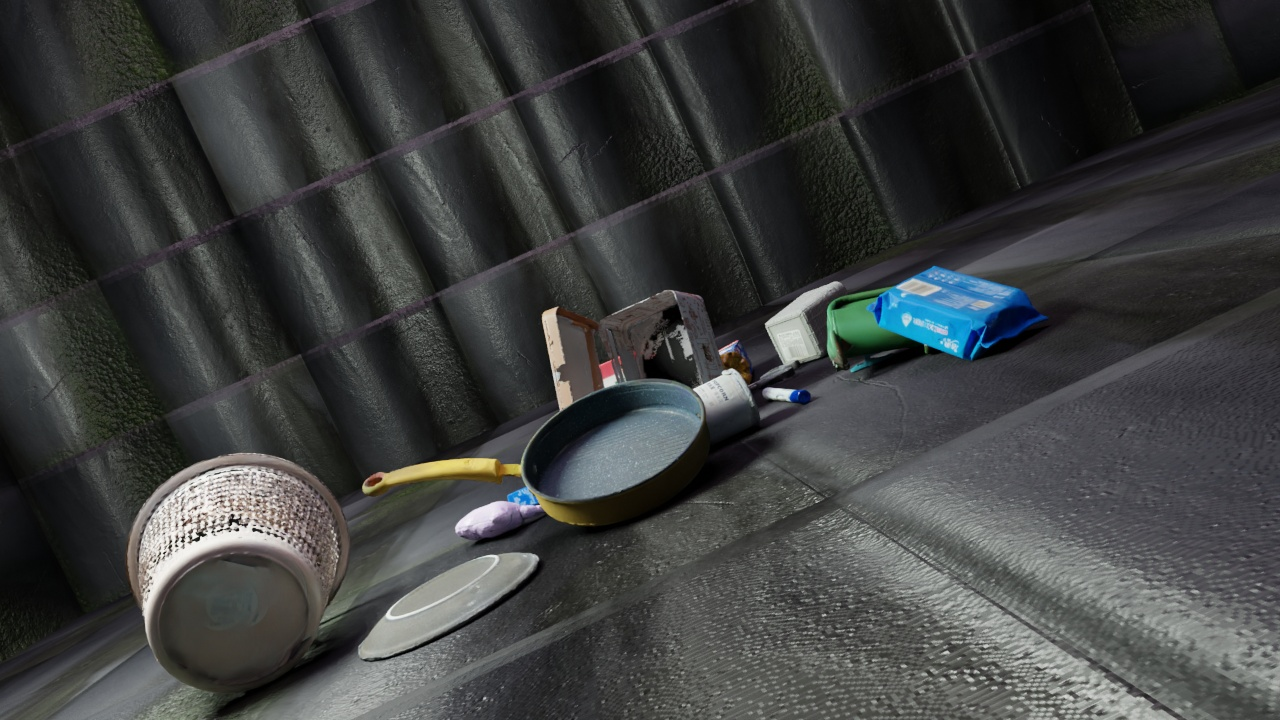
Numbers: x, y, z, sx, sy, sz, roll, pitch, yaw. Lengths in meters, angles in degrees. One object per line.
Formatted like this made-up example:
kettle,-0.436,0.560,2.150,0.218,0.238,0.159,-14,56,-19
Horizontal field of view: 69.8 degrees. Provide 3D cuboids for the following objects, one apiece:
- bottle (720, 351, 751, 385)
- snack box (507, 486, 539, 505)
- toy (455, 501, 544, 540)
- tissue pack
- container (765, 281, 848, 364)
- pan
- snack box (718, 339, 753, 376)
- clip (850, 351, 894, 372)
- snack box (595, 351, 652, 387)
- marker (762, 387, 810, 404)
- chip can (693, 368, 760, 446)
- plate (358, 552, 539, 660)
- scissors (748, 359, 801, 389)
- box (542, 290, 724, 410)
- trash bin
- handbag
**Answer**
bottle,0.083,0.040,1.352,0.175,0.057,0.057,-26,1,44
snack box,-0.079,0.145,1.138,0.157,0.026,0.084,-23,-5,16
toy,-0.175,0.191,1.093,0.108,0.039,0.083,-26,-16,41
tissue pack,0.318,-0.047,0.929,0.094,0.052,0.157,-24,31,-29
container,0.260,-0.051,1.389,0.114,0.090,0.090,-31,6,-41
pan,-0.105,0.101,0.936,0.357,0.078,0.197,-19,27,5
snack box,0.144,0.008,1.465,0.058,0.057,0.207,-28,1,9
clip,0.277,-0.004,1.105,0.057,0.049,0.015,-17,5,21
snack box,0.000,0.049,1.314,0.113,0.127,0.044,-23,3,5
marker,0.175,0.042,1.120,0.017,0.017,0.146,-25,4,-8
chip can,0.024,0.086,1.034,0.214,0.071,0.071,-25,3,-8
plate,-0.177,0.215,0.840,0.179,0.024,0.179,-24,3,1
scissors,0.161,0.039,1.340,0.170,0.014,0.160,-28,2,-25
box,-0.008,0.007,1.155,0.157,0.183,0.192,-23,-14,27
trash bin,-0.405,0.224,0.927,0.227,0.227,0.192,-25,16,-17
handbag,0.279,-0.034,1.054,0.131,0.068,0.120,-9,24,20
